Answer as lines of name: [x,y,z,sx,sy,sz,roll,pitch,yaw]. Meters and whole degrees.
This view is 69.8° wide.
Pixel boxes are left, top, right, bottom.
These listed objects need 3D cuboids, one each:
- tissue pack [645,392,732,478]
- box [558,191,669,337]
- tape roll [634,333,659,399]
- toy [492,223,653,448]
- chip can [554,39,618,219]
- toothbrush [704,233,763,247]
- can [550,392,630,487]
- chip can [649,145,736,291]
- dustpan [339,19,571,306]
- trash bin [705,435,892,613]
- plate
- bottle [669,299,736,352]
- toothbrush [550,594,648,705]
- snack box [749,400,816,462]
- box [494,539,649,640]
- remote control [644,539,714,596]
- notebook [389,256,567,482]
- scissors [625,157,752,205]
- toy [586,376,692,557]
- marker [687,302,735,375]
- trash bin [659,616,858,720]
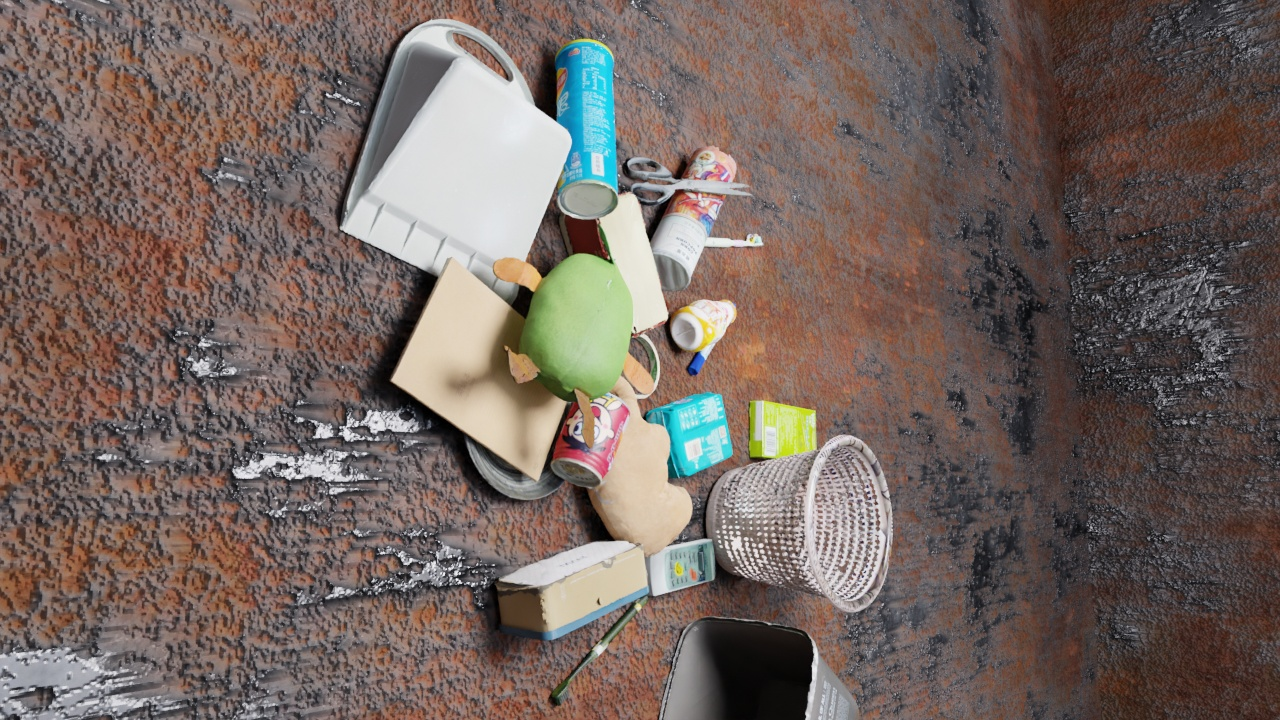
tissue pack: [0.068,0.097,1.214,0.133,0.050,0.093,-14,94,-50]
box: [-0.023,-0.114,1.116,0.091,0.080,0.168,-29,107,-47]
tape roll: [-0.007,0.007,1.168,0.085,0.014,0.085,10,76,-49]
toy: [-0.069,-0.031,0.987,0.227,0.090,0.246,43,42,-23]
chip can: [-0.063,-0.269,1.063,0.071,0.071,0.210,26,52,-45]
toothbrush: [0.118,-0.175,1.339,0.189,0.029,0.020,-8,131,-48]
can: [-0.056,0.087,1.023,0.066,0.067,0.093,45,53,-36]
chip can: [0.067,-0.194,1.241,0.071,0.071,0.214,49,50,-33]
dustpan: [-0.194,-0.226,0.987,0.222,0.143,0.258,27,94,-44]
trash bin: [0.206,0.219,1.246,0.227,0.193,0.227,10,77,-48]
plate: [-0.131,0.064,1.009,0.179,0.024,0.179,9,78,-50]
bottle: [0.089,-0.053,1.252,0.108,0.063,0.063,-27,105,-48]
toothbrush: [-0.044,0.337,1.078,0.185,0.012,0.017,-38,119,-46]
snack box: [0.221,0.111,1.410,0.156,0.026,0.085,11,76,-48]
box: [-0.076,0.247,0.996,0.183,0.090,0.061,-13,96,-47]
remote control: [0.051,0.268,1.192,0.135,0.019,0.056,3,83,-49]
notebook: [-0.153,0.013,0.960,0.211,0.012,0.149,42,54,-38]
scissors: [0.061,-0.239,1.213,0.171,0.014,0.146,-36,77,-28]
toy: [-0.013,0.125,1.100,0.143,0.083,0.226,-31,105,-52]
marker: [0.103,-0.033,1.301,0.017,0.017,0.145,57,47,-27]
trash bin: [0.167,0.464,1.177,0.220,0.199,0.198,45,52,-43]
